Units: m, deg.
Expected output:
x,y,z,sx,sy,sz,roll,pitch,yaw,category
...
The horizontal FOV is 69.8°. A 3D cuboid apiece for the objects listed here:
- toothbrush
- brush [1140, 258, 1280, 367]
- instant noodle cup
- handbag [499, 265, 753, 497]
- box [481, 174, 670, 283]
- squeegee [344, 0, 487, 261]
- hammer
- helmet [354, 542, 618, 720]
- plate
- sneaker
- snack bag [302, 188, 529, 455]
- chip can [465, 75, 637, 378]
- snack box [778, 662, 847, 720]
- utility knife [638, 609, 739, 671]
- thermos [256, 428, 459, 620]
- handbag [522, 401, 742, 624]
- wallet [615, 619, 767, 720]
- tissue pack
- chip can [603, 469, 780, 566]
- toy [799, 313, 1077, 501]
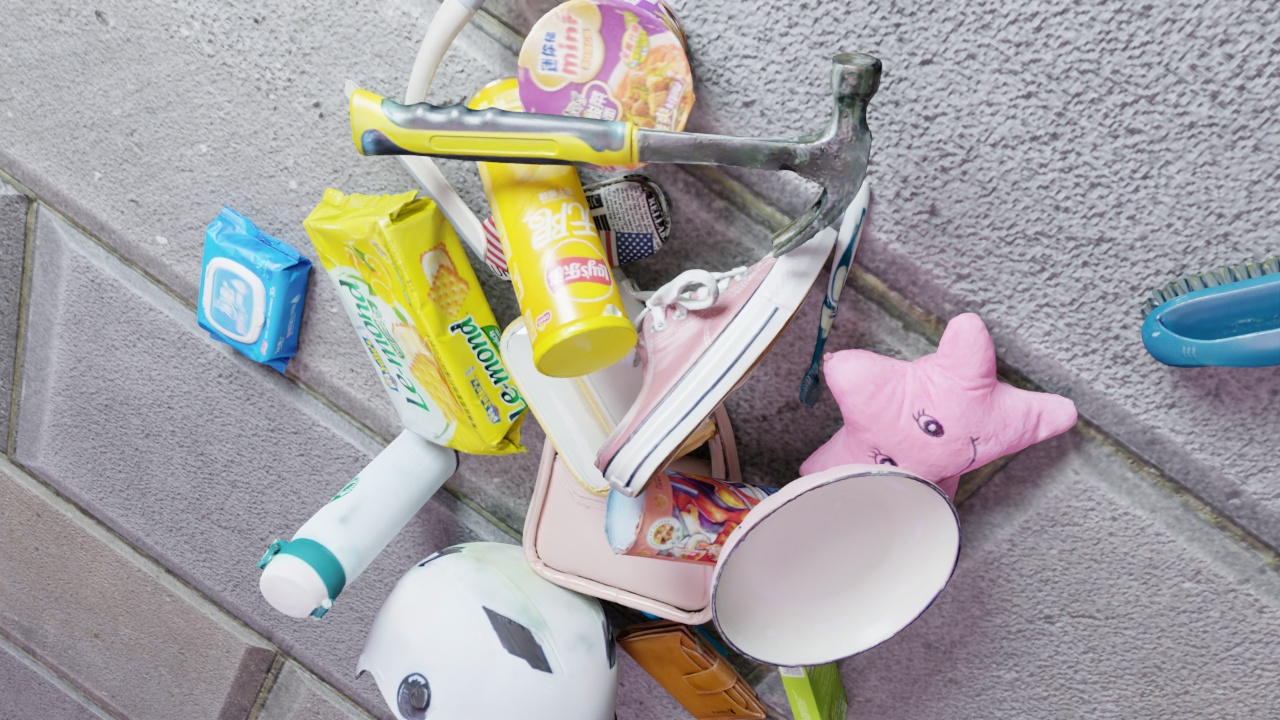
x,y,z,sx,sy,sz,roll,pitch,yaw,category
0.144,-0.043,0.686,0.016,0.018,0.192,3,123,-8,toothbrush
0.387,-0.026,0.560,0.144,0.073,0.055,-14,116,28,brush
-0.016,-0.195,0.609,0.111,0.099,0.112,5,124,7,instant noodle cup
-0.004,0.004,0.726,0.179,0.063,0.163,-32,88,15,handbag
-0.052,-0.104,0.724,0.165,0.064,0.074,-6,139,27,box
-0.122,-0.238,0.637,0.246,0.039,0.247,48,114,34,squeegee
-0.023,-0.133,0.574,0.323,0.031,0.126,5,125,7,hammer
-0.127,0.253,0.865,0.259,0.228,0.146,12,89,43,helmet
0.139,0.147,0.675,0.192,0.039,0.193,-7,124,-11,plate
0.041,-0.018,0.644,0.088,0.118,0.241,40,84,8,sneaker
-0.182,-0.032,0.774,0.158,0.068,0.247,9,126,49,snack bag
-0.068,-0.095,0.645,0.072,0.072,0.213,-36,63,34,chip can
0.156,0.288,0.830,0.026,0.085,0.156,-8,115,24,snack box
0.033,0.257,0.906,0.166,0.018,0.034,40,125,-4,utility knife
-0.252,0.140,0.832,0.073,0.223,0.073,10,121,18,thermos
0.000,0.098,0.800,0.193,0.093,0.234,10,113,18,handbag
0.055,0.304,0.900,0.130,0.035,0.119,47,143,-13,wallet
-0.371,-0.060,0.872,0.095,0.052,0.157,28,125,6,tissue pack
0.081,0.130,0.717,0.214,0.071,0.071,12,129,-22,chip can
0.195,0.048,0.678,0.178,0.074,0.195,34,125,-15,toy
